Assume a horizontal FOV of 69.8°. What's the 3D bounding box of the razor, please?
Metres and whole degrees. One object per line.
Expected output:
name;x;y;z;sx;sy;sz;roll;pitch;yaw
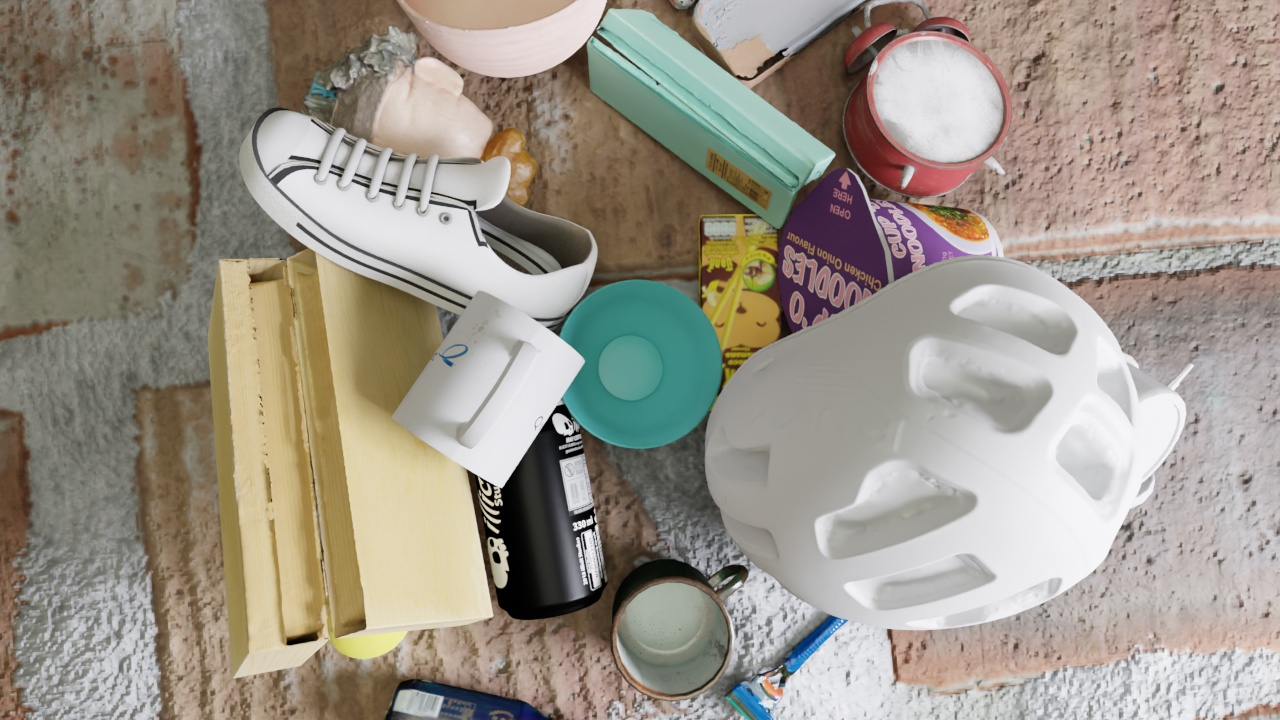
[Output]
razor;0.128;0.221;0.699;0.141;0.018;0.044;-42;90;-6

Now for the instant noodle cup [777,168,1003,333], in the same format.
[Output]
instant noodle cup;0.184;-0.070;0.650;0.121;0.122;0.137;-8;118;-25

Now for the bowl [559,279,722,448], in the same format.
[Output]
bowl;-0.004;0.004;0.680;0.121;0.046;0.121;1;86;-9

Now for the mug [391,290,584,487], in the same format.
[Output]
mug;-0.092;0.018;0.571;0.083;0.120;0.096;35;81;-13

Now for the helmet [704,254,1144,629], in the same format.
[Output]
helmet;0.165;0.070;0.591;0.224;0.283;0.183;49;49;-21

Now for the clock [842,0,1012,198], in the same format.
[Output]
clock;0.204;-0.198;0.684;0.110;0.062;0.156;-9;78;-10

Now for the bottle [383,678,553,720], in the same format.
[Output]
bottle;-0.106;0.275;0.670;0.161;0.056;0.056;13;88;-1

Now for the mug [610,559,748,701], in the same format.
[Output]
mug;0.031;0.182;0.664;0.111;0.081;0.085;-38;90;-2

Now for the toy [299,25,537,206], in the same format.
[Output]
toy;-0.157;-0.163;0.667;0.176;0.076;0.133;26;125;-8

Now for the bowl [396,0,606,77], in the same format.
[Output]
bowl;-0.090;-0.253;0.642;0.153;0.076;0.152;-3;61;5

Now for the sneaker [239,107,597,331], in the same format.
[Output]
sneaker;-0.133;-0.103;0.611;0.245;0.091;0.097;28;131;-23

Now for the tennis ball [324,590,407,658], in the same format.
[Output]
tennis ball;-0.198;0.182;0.665;0.065;0.065;0.065;0;89;-2

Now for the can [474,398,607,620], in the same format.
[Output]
can;-0.074;0.105;0.662;0.080;0.080;0.146;-10;89;-2

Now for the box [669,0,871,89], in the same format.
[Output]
box;0.119;-0.325;0.700;0.216;0.043;0.151;-35;86;-2

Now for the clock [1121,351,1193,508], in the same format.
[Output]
clock;0.328;0.066;0.669;0.119;0.061;0.159;-9;125;-24

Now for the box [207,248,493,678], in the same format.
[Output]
box;-0.208;0.062;0.605;0.184;0.142;0.248;-11;72;-9

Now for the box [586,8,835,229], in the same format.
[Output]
box;0.039;-0.169;0.668;0.189;0.077;0.080;39;119;7

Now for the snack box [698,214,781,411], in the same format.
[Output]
snack box;0.075;-0.036;0.697;0.061;0.025;0.149;-1;89;-1
